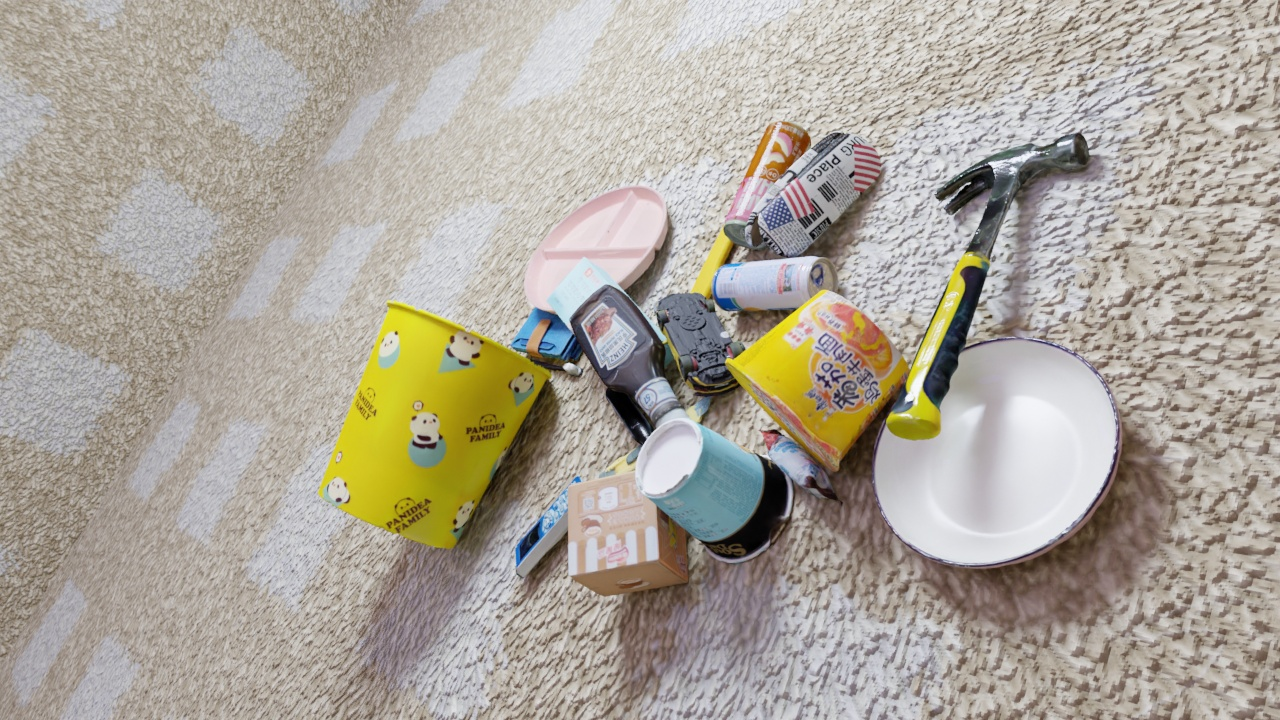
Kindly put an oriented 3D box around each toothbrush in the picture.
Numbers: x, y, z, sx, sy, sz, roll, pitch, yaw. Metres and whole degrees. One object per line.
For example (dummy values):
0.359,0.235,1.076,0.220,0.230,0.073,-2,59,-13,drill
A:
-0.136,0.006,1.249,0.181,0.018,0.015,7,69,53,toothbrush
0.001,0.077,0.998,0.026,0.027,0.212,-38,28,0,toothbrush

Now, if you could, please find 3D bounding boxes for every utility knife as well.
0.106,-0.145,1.096,0.033,0.015,0.209,15,76,54,utility knife
0.016,0.092,1.008,0.168,0.018,0.031,-35,45,17,utility knife

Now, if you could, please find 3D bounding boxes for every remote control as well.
-0.100,0.189,1.040,0.125,0.024,0.049,-49,19,11,remote control

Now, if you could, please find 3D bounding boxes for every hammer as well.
0.277,-0.068,0.780,0.126,0.032,0.322,-6,46,50,hammer

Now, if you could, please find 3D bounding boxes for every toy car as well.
0.064,-0.022,1.006,0.071,0.041,0.155,-14,43,-10,toy car

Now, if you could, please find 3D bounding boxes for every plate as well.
0.272,0.073,0.705,0.193,0.039,0.192,-30,41,30,plate
-0.059,-0.149,1.249,0.230,0.028,0.229,-23,40,21,plate

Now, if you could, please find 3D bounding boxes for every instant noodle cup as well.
0.161,0.013,0.812,0.110,0.138,0.138,-44,36,-1,instant noodle cup
0.062,0.112,0.842,0.111,0.120,0.111,-29,42,30,instant noodle cup

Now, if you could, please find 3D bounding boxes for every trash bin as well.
-0.268,0.086,1.167,0.230,0.229,0.255,12,76,52,trash bin

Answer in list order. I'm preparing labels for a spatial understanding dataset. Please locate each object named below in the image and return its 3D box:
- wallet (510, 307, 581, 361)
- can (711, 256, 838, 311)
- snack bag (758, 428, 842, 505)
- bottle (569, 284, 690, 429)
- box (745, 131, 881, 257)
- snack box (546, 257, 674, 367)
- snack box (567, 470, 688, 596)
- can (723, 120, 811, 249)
-0.114,-0.049,1.252,0.133,0.040,0.106,10,64,52,wallet
0.141,-0.080,0.971,0.135,0.053,0.053,1,62,49,can
0.143,0.095,0.829,0.026,0.045,0.105,-48,35,5,snack bag
-0.006,0.006,1.007,0.080,0.044,0.194,-43,60,16,bottle
0.188,-0.175,0.981,0.162,0.076,0.088,-42,57,-11,box
-0.036,-0.042,1.099,0.074,0.051,0.175,-48,56,10,snack box
-0.012,0.168,0.889,0.093,0.077,0.094,-15,57,19,snack box
0.148,-0.204,1.063,0.058,0.058,0.147,4,64,50,can
